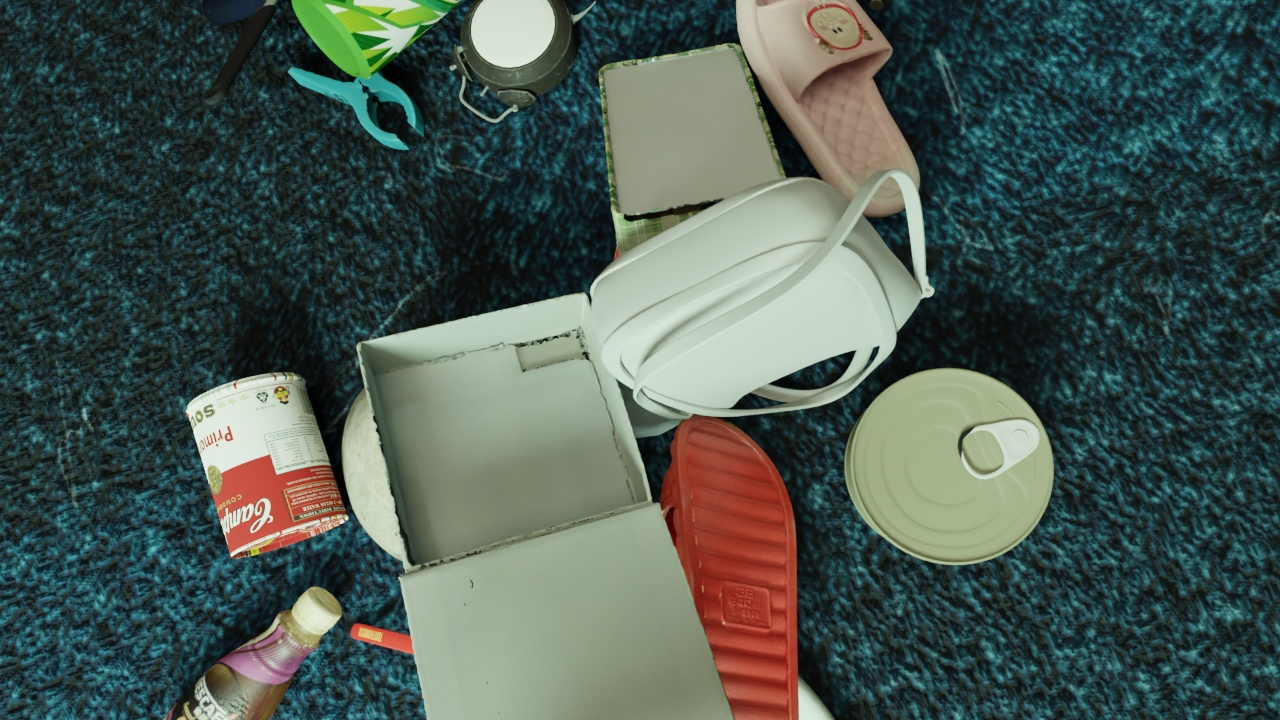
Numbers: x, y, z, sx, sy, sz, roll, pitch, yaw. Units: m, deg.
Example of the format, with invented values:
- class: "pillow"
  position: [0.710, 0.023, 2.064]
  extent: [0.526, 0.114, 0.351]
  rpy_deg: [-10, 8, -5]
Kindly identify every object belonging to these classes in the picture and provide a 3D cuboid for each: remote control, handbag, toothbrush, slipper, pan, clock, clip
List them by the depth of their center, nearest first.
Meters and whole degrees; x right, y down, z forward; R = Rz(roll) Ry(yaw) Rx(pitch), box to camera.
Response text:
- class: "handbag"
  position: [0.097, -0.015, 0.587]
  extent: [0.216, 0.222, 0.095]
  rpy_deg: [-25, 56, 22]
- class: "slipper"
  position: [0.055, 0.156, 0.627]
  extent: [0.103, 0.059, 0.248]
  rpy_deg: [13, 57, -28]
- class: "toothbrush"
  position: [-0.141, 0.202, 0.636]
  extent: [0.213, 0.018, 0.012]
  rpy_deg: [-3, 66, 39]
- class: "remote control"
  position: [0.111, 0.268, 0.643]
  extent: [0.060, 0.028, 0.114]
  rpy_deg: [-35, 80, 2]
- class: "pan"
  position: [-0.255, -0.274, 0.655]
  extent: [0.199, 0.021, 0.355]
  rpy_deg: [-21, 42, 16]
- class: "slipper"
  position: [0.140, -0.207, 0.669]
  extent: [0.106, 0.056, 0.221]
  rpy_deg: [-23, 87, -30]
- class: "clock"
  position: [-0.100, -0.253, 0.731]
  extent: [0.091, 0.044, 0.123]
  rpy_deg: [35, 88, 10]
- class: "clip"
  position: [-0.232, -0.215, 0.754]
  extent: [0.102, 0.027, 0.119]
  rpy_deg: [-46, 79, 3]

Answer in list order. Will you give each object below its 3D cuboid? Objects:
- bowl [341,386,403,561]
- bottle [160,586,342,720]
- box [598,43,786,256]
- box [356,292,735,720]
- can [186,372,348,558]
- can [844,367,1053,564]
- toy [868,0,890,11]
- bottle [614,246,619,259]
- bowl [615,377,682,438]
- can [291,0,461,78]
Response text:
- class: "bowl"
  position: [-0.148, 0.069, 0.679]
  extent: [0.178, 0.081, 0.178]
  rpy_deg: [-1, 84, 7]
- class: "bottle"
  position: [-0.290, 0.240, 0.685]
  extent: [0.059, 0.059, 0.166]
  rpy_deg: [43, 90, 11]
- class: "box"
  position: [0.033, -0.148, 0.642]
  extent: [0.117, 0.051, 0.205]
  rpy_deg: [-9, 46, 1]
- class: "box"
  position: [-0.061, 0.128, 0.556]
  extent: [0.166, 0.099, 0.368]
  rpy_deg: [-14, 62, -12]
- class: "can"
  position: [-0.280, 0.078, 0.691]
  extent: [0.087, 0.086, 0.116]
  rpy_deg: [-22, 81, 4]
- class: "can"
  position: [0.206, 0.073, 0.632]
  extent: [0.128, 0.073, 0.127]
  rpy_deg: [-1, 83, 8]
- class: "toy"
  position: [0.179, -0.303, 0.692]
  extent: [0.076, 0.063, 0.100]
  rpy_deg: [22, 68, -26]
- class: "bottle"
  position: [0.044, -0.072, 0.659]
  extent: [0.111, 0.099, 0.099]
  rpy_deg: [24, 86, 18]
- class: "bowl"
  position: [-0.004, 0.004, 0.687]
  extent: [0.106, 0.039, 0.106]
  rpy_deg: [-1, 83, 8]
- class: "can"
  position: [-0.191, -0.296, 0.715]
  extent: [0.083, 0.083, 0.144]
  rpy_deg: [40, 74, 11]
